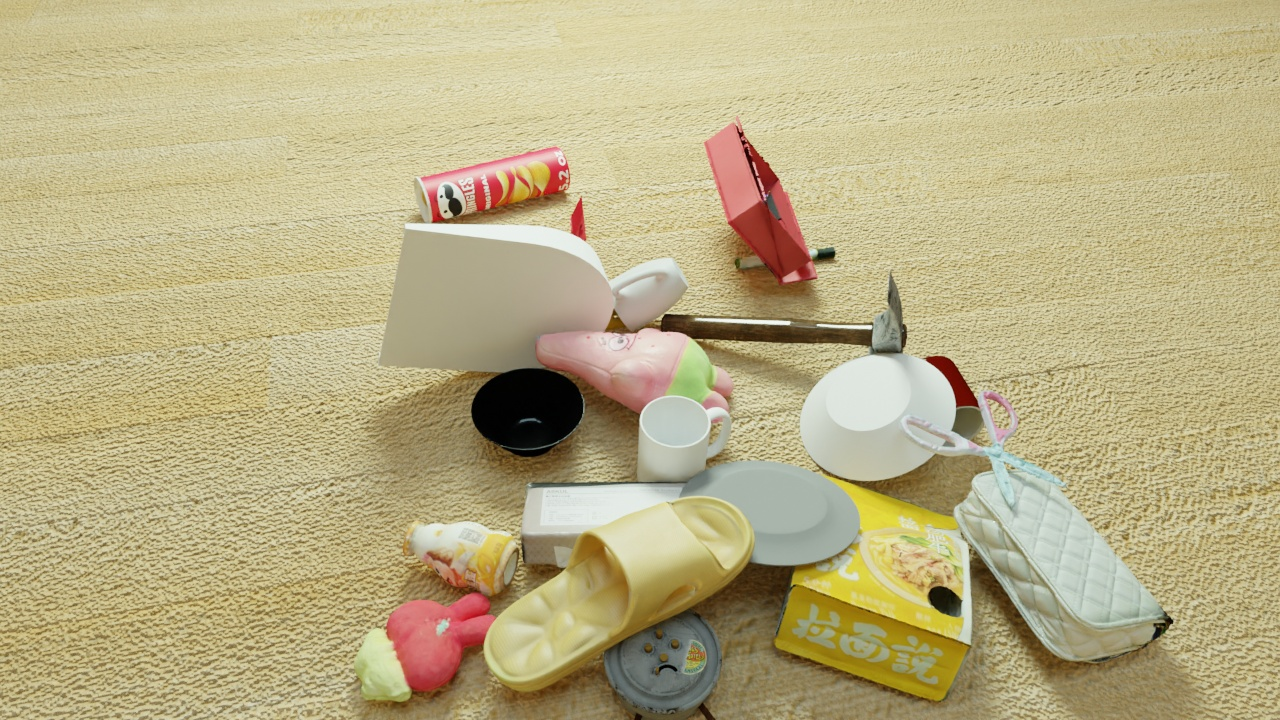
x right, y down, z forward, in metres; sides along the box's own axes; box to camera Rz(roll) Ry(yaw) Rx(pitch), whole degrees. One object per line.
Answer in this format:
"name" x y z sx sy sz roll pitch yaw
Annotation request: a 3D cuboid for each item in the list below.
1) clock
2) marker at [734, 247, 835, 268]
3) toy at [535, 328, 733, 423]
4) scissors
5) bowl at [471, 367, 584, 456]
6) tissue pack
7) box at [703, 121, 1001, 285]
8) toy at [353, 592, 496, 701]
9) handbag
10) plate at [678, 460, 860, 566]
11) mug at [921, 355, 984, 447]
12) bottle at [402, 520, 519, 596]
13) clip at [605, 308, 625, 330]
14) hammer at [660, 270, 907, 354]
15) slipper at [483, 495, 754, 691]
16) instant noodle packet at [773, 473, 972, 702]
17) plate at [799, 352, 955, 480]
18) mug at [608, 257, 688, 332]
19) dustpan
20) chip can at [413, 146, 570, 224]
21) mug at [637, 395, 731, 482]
"clock" 0.017 0.262 0.831 0.104 0.056 0.147 -7 46 -6
"marker" 0.204 -0.144 1.292 0.146 0.017 0.017 -7 45 -10
"toy" -0.006 0.006 1.060 0.237 0.097 0.191 14 18 3
"scissors" 0.347 0.085 0.947 0.175 0.013 0.170 10 41 -1
"bowl" -0.125 0.070 1.026 0.124 0.053 0.123 1 44 -1
"tissue pack" -0.028 0.173 0.924 0.181 0.071 0.103 2 28 -5
"box" 0.276 -0.229 1.255 0.374 0.148 0.212 -5 43 -2
"toy" -0.195 0.257 0.833 0.135 0.045 0.091 -27 48 -21
"handbag" 0.405 0.198 0.901 0.138 0.073 0.194 1 41 -27
"plate" 0.127 0.142 0.907 0.178 0.012 0.178 1 26 -1
"mug" 0.329 0.052 1.056 0.105 0.073 0.082 -12 45 -3
"bottle" -0.175 0.187 0.894 0.108 0.063 0.063 14 45 12
"clip" -0.046 -0.062 1.180 0.054 0.048 0.046 -9 90 -10
"hammer" 0.160 -0.049 1.089 0.301 0.218 0.037 3 72 18
"slipper" -0.024 0.192 0.813 0.263 0.078 0.099 -32 46 -9
"instant noodle packet" 0.234 0.200 0.903 0.163 0.084 0.221 15 34 11
"plate" 0.258 0.050 1.024 0.174 0.036 0.173 -16 46 18
"mug" 0.006 -0.091 1.141 0.089 0.107 0.071 -29 74 11
"dustpan" -0.161 -0.075 1.068 0.257 0.192 0.053 4 41 -24
"chip can" -0.217 -0.261 1.355 0.220 0.069 0.069 -18 48 -21
"mug" 0.050 0.089 0.987 0.110 0.091 0.073 -21 48 -22
